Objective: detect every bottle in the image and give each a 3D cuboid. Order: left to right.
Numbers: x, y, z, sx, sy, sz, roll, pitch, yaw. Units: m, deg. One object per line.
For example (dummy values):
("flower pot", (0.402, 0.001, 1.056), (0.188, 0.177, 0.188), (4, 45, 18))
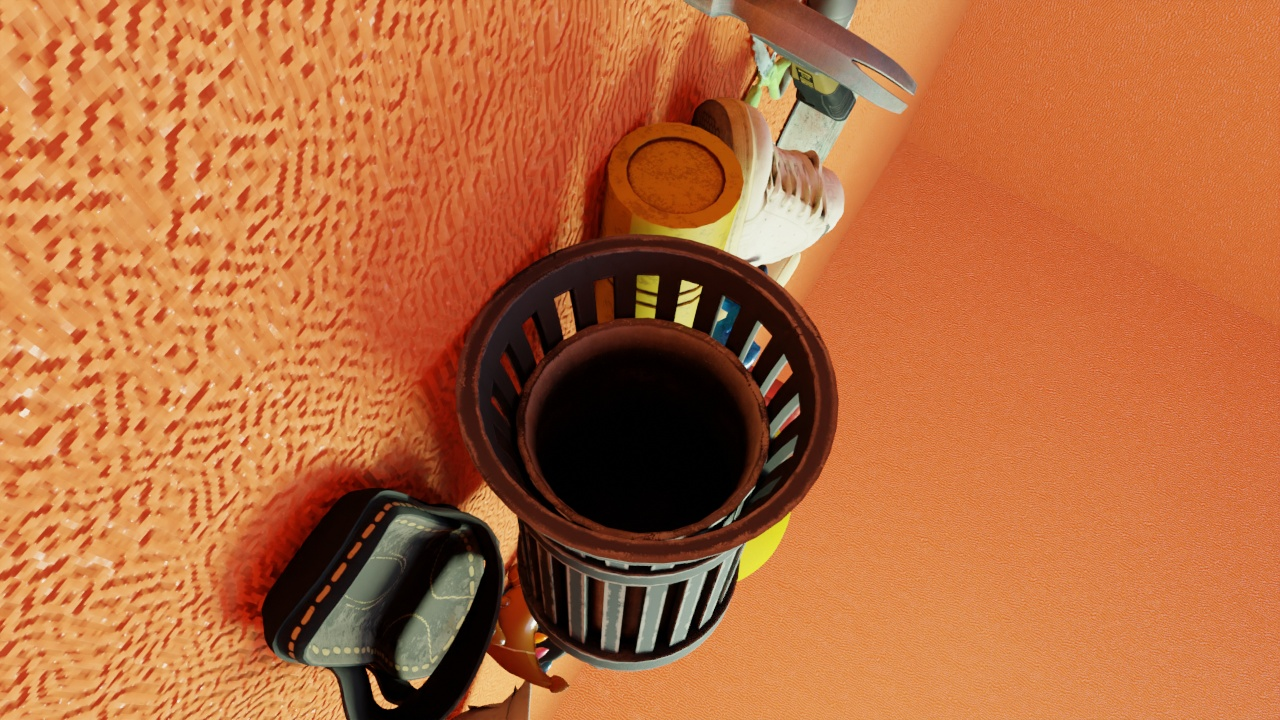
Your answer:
("bottle", (0.010, -0.055, 0.532), (0.070, 0.071, 0.164), (-55, 169, -27))
("bottle", (0.142, -0.261, 0.694), (0.036, 0.036, 0.110), (-57, 170, -16))

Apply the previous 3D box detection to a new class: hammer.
("hammer", (0.112, -0.179, 0.574), (0.025, 0.118, 0.332), (-61, 173, 16))

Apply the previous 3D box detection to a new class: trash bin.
("trash bin", (-0.003, 0.070, 0.494), (0.163, 0.164, 0.228), (-55, 164, -29))

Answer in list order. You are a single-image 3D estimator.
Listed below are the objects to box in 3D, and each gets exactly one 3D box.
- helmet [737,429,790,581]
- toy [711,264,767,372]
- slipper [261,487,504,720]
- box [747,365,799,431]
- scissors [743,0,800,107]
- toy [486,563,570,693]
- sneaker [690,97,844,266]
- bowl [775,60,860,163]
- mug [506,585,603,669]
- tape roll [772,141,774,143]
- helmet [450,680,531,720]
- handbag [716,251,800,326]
("helmet", (0.068, 0.113, 0.847), (0.239, 0.140, 0.209), (-40, 117, -74))
("toy", (0.063, 0.009, 0.697), (0.112, 0.071, 0.176), (-60, 156, -77))
("slipper", (-0.107, 0.130, 0.462), (0.112, 0.076, 0.268), (-56, 170, -18))
("box", (0.092, 0.049, 1.005), (0.153, 0.157, 0.169), (-57, 171, -29))
("scissors", (0.091, -0.205, 0.666), (0.174, 0.022, 0.171), (-57, 168, 11))
("toy", (-0.087, 0.228, 0.788), (0.090, 0.103, 0.071), (-51, 167, -11))
("sneaker", (0.089, -0.108, 0.617), (0.241, 0.102, 0.089), (45, 39, -83))
("bowl", (0.186, -0.248, 0.948), (0.157, 0.038, 0.158), (-57, 170, -16))
("mug", (-0.076, 0.253, 0.868), (0.078, 0.113, 0.088), (-57, 170, -7))
("tape roll", (0.092, -0.156, 0.822), (0.093, 0.013, 0.093), (-58, 170, -16))
("helmet", (-0.172, 0.413, 0.883), (0.183, 0.117, 0.272), (-95, -167, -46))
("handbag", (0.089, -0.063, 0.900), (0.119, 0.081, 0.111), (-56, 177, -32))
